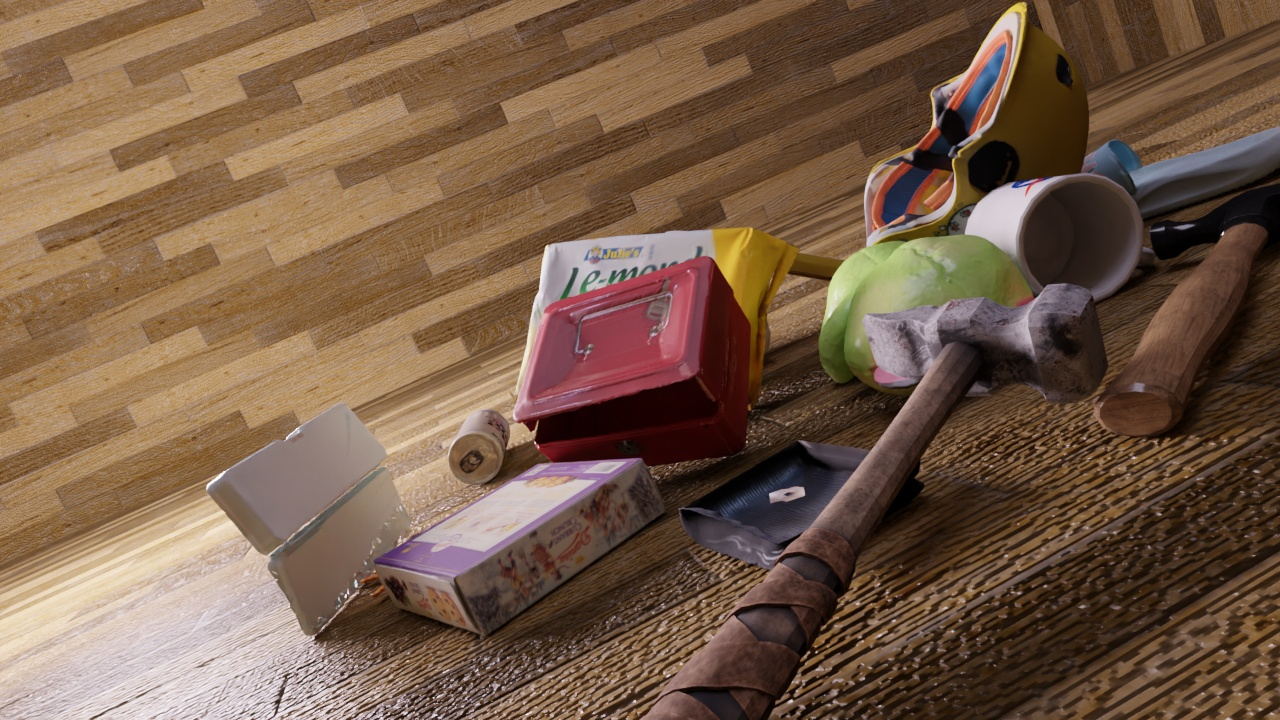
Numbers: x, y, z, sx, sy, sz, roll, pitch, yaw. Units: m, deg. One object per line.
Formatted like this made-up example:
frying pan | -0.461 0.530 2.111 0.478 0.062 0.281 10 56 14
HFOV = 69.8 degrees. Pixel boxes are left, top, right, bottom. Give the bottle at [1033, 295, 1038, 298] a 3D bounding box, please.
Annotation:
bottle | 0.270 -0.036 0.657 0.025 0.025 0.106 -23 8 0

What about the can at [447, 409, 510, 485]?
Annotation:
can | -0.167 0.088 0.961 0.054 0.054 0.135 -23 8 -2

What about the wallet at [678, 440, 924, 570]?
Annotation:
wallet | 0.081 0.073 0.475 0.089 0.026 0.115 -27 11 -21

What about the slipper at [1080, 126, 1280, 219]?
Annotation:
slipper | 0.455 -0.171 0.845 0.246 0.074 0.103 -16 10 34

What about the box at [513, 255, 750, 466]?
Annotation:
box | -0.002 0.008 0.681 0.158 0.092 0.129 -13 50 28

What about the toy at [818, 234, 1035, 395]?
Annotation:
toy | 0.190 -0.036 0.637 0.150 0.107 0.197 -24 -1 -7

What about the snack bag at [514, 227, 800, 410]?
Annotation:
snack bag | 0.009 -0.028 0.796 0.248 0.159 0.068 0 -25 29

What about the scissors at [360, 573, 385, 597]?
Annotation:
scissors | -0.159 0.148 0.711 0.125 0.011 0.128 -21 7 7

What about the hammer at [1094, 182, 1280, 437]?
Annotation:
hammer | 0.320 -0.039 0.506 0.133 0.040 0.304 -15 13 47

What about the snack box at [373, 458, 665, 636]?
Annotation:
snack box | -0.082 0.116 0.604 0.147 0.040 0.144 -29 10 -33

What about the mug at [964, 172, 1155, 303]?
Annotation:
mug | 0.316 -0.086 0.678 0.121 0.091 0.090 11 7 -5

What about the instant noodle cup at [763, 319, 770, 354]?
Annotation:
instant noodle cup | 0.040 -0.022 0.903 0.121 0.123 0.124 -35 12 -22

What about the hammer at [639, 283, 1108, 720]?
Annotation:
hammer | 0.090 0.060 0.380 0.122 0.049 0.317 -2 29 44

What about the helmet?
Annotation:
helmet | 0.310 -0.168 0.804 0.241 0.139 0.208 -57 7 32

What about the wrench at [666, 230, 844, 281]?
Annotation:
wrench | 0.157 -0.095 0.900 0.274 0.018 0.083 12 -3 18

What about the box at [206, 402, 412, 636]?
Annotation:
box | -0.245 0.114 0.725 0.041 0.134 0.196 -32 6 14
